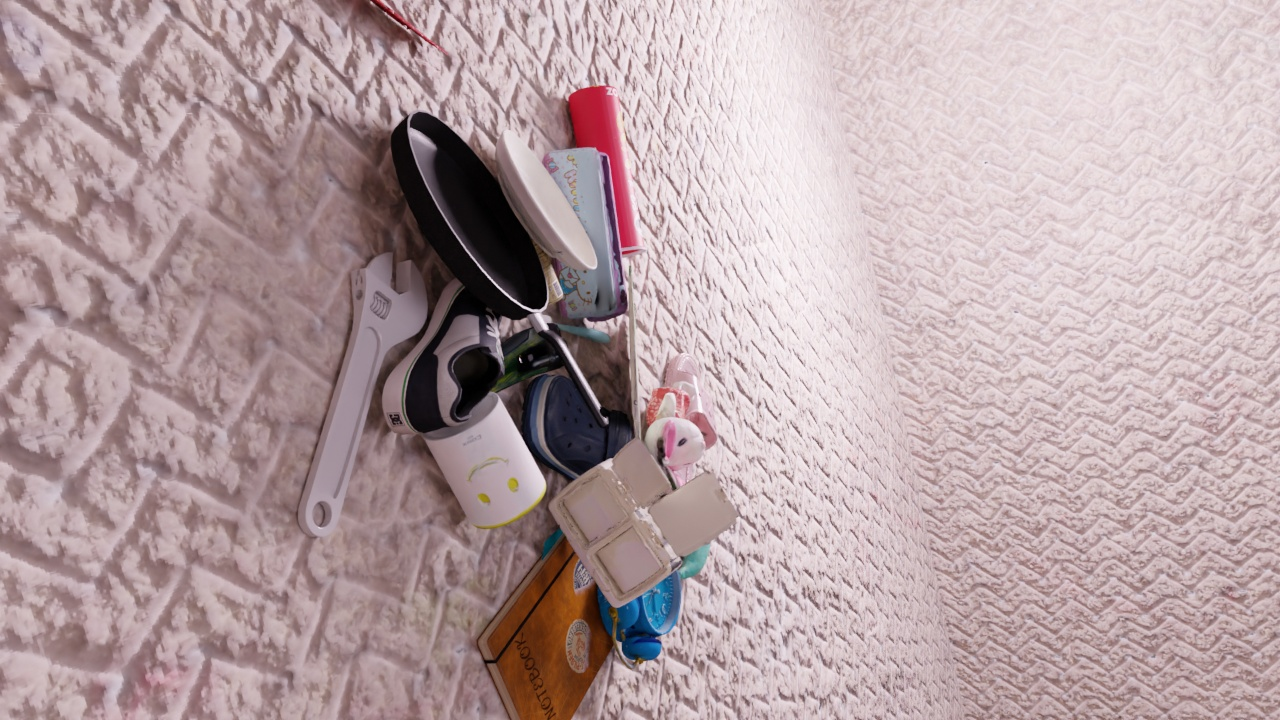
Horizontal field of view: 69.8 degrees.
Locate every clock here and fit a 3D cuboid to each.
[{"bbox_3d":[-0.003,0.289,1.087,0.117,0.060,0.161,64,31,-30],"label":"clock"}]

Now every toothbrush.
[{"bbox_3d":[-0.081,-0.038,1.137,0.180,0.017,0.016,13,68,-63],"label":"toothbrush"}]

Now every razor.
[{"bbox_3d":[-0.130,0.004,0.969,0.151,0.067,0.054,-34,115,-53],"label":"razor"}]

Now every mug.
[{"bbox_3d":[-0.148,0.095,0.876,0.106,0.083,0.082,66,29,-24],"label":"mug"}]

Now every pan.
[{"bbox_3d":[-0.132,-0.083,0.903,0.356,0.034,0.225,60,12,-1],"label":"pan"}]

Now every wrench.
[{"bbox_3d":[-0.239,0.024,0.795,0.086,0.018,0.272,46,43,-51],"label":"wrench"}]

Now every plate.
[{"bbox_3d":[-0.113,-0.173,1.032,0.182,0.034,0.182,55,11,-17],"label":"plate"}]

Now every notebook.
[{"bbox_3d":[-0.087,0.286,1.006,0.248,0.014,0.178,-48,124,-58],"label":"notebook"},{"bbox_3d":[-0.007,0.007,1.146,0.253,0.010,0.181,86,1,-77],"label":"notebook"}]

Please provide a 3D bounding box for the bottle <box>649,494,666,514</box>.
[{"bbox_3d":[0.028,0.228,1.223,0.047,0.047,0.112,57,33,-38],"label":"bottle"}]

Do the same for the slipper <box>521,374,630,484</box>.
[{"bbox_3d":[-0.048,0.092,1.071,0.253,0.095,0.105,50,41,-51],"label":"slipper"}]

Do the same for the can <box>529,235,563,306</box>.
[{"bbox_3d":[-0.120,-0.104,1.054,0.079,0.038,0.038,69,28,-21],"label":"can"}]

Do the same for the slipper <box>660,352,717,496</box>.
[{"bbox_3d":[0.075,0.098,1.347,0.094,0.065,0.238,50,40,-46],"label":"slipper"}]

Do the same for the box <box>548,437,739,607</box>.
[{"bbox_3d":[-0.006,0.164,0.966,0.143,0.192,0.068,54,26,10],"label":"box"}]

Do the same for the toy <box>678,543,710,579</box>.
[{"bbox_3d":[0.070,0.256,1.319,0.084,0.033,0.105,-12,93,-53],"label":"toy"}]

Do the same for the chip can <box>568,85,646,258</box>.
[{"bbox_3d":[-0.045,-0.249,1.225,0.069,0.069,0.220,-8,88,-64],"label":"chip can"}]

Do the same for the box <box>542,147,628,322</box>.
[{"bbox_3d":[-0.065,-0.156,1.147,0.096,0.077,0.214,3,78,-62],"label":"box"}]

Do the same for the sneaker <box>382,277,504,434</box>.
[{"bbox_3d":[-0.158,-0.014,0.875,0.234,0.079,0.084,-71,154,-52],"label":"sneaker"}]

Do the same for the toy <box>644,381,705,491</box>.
[{"bbox_3d":[0.045,0.101,1.229,0.193,0.084,0.159,-84,160,-56],"label":"toy"}]
